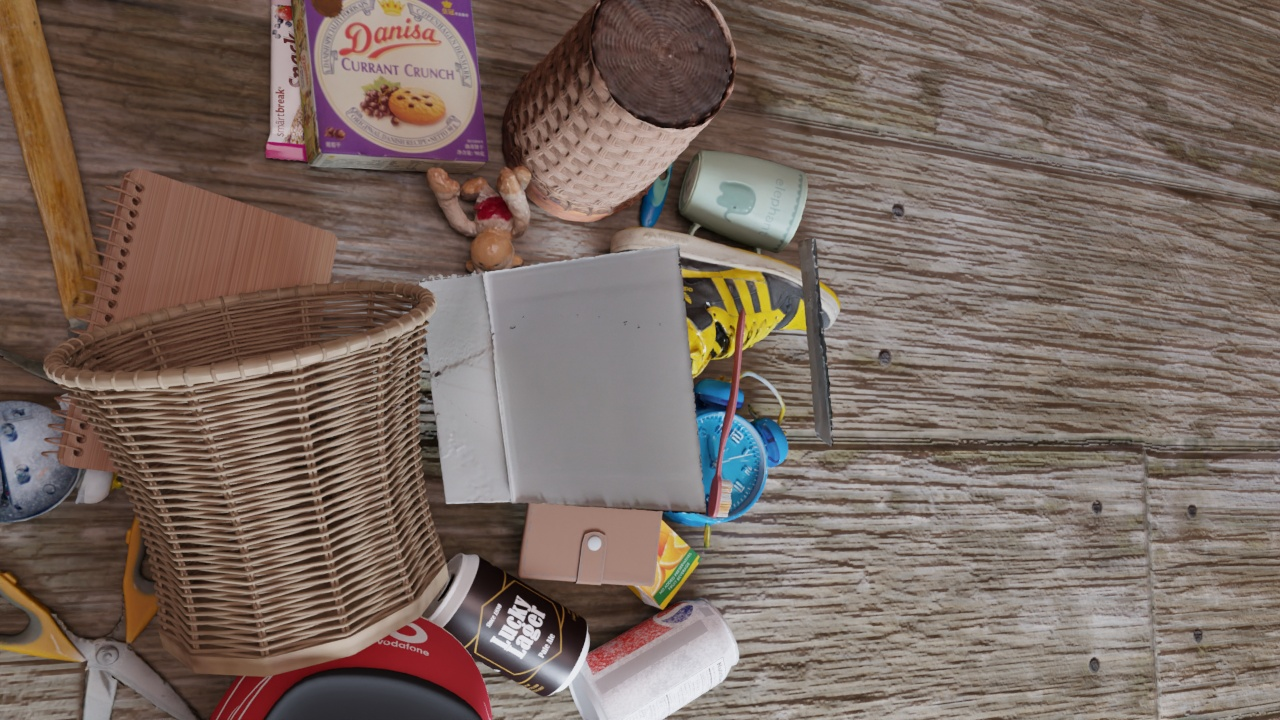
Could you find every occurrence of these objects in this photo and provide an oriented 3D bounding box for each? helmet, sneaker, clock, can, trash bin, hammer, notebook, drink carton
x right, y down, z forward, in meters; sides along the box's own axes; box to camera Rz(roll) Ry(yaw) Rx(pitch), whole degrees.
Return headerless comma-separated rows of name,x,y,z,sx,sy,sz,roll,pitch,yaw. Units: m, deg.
helmet,-0.206,0.304,0.616,0.197,0.225,0.270,20,64,-18
sneaker,0.077,-0.033,0.850,0.238,0.086,0.122,15,73,-17
clock,-0.419,0.067,0.643,0.117,0.057,0.083,-11,88,-24
can,-0.109,0.217,0.753,0.128,0.072,0.071,35,72,-16
trash bin,-0.016,-0.212,0.762,0.151,0.210,0.151,2,84,-24
hammer,-0.434,-0.139,0.674,0.132,0.033,0.330,-14,90,-23
clock,0.071,0.082,0.849,0.117,0.060,0.161,40,76,-14
notebook,-0.323,-0.017,0.678,0.169,0.022,0.210,17,77,-44
drink carton,-0.012,0.158,0.818,0.122,0.041,0.058,46,70,-12
can,0.011,0.268,0.796,0.136,0.078,0.078,-24,94,-24

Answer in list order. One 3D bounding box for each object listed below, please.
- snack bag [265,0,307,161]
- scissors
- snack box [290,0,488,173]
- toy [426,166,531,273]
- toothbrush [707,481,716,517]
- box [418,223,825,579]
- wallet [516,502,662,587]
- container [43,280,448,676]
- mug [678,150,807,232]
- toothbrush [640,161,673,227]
snack bag,-0.274,-0.261,0.762,0.070,0.016,0.196,1,84,-22
scissors,-0.401,0.193,0.661,0.226,0.016,0.225,14,81,-22
snack box,-0.207,-0.234,0.763,0.143,0.041,0.148,-5,87,-33
toy,-0.134,-0.114,0.785,0.085,0.074,0.106,1,106,7
toothbrush,0.080,0.046,0.804,0.015,0.015,0.184,6,92,-24
box,-0.056,0.017,0.605,0.149,0.413,0.167,-8,95,-19
wallet,-0.040,0.145,0.776,0.121,0.013,0.087,9,85,-19
container,-0.235,0.067,0.603,0.226,0.227,0.196,-13,108,-24
mug,0.090,-0.141,0.877,0.104,0.084,0.111,14,104,-11
toothbrush,0.024,-0.187,0.885,0.022,0.017,0.135,23,79,-20
